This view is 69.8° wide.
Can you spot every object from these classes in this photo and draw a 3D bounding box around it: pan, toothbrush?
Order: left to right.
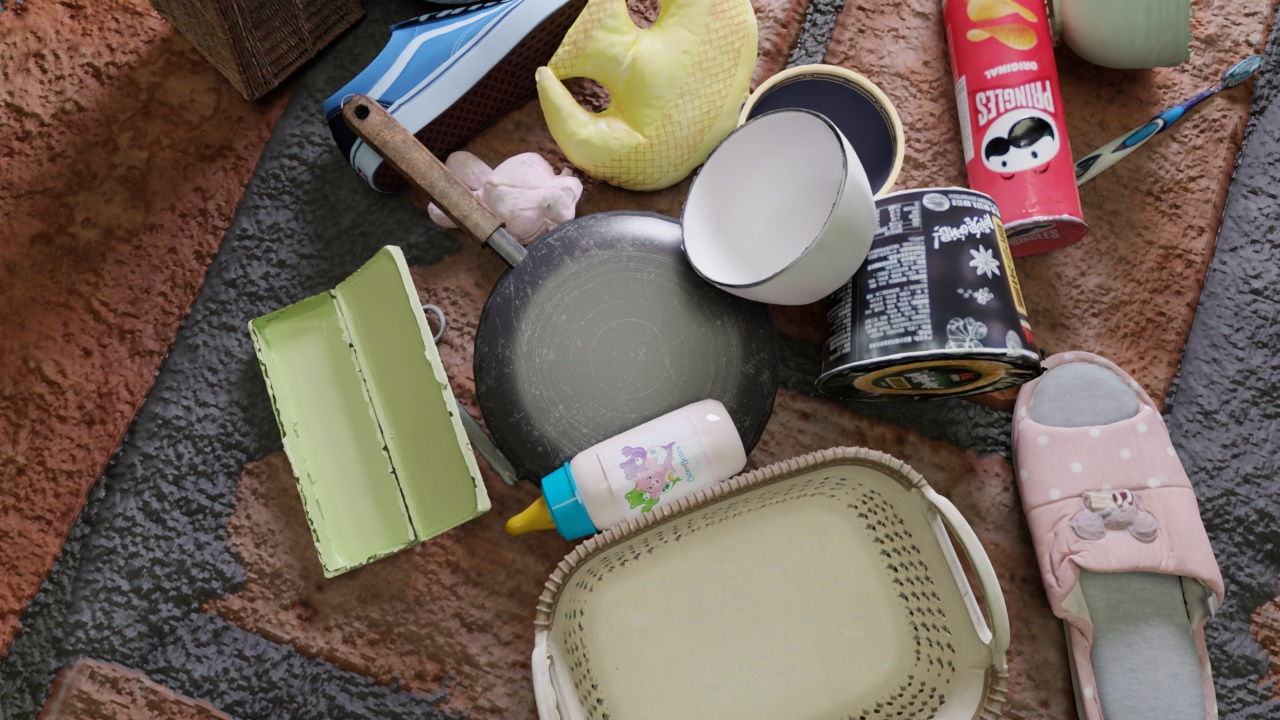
[{"bbox_3d":[-0.065,-0.053,0.591,0.357,0.040,0.207,42,86,0],"label":"pan"},{"bbox_3d":[0.378,-0.174,0.668,0.189,0.017,0.016,-32,80,-7],"label":"toothbrush"}]

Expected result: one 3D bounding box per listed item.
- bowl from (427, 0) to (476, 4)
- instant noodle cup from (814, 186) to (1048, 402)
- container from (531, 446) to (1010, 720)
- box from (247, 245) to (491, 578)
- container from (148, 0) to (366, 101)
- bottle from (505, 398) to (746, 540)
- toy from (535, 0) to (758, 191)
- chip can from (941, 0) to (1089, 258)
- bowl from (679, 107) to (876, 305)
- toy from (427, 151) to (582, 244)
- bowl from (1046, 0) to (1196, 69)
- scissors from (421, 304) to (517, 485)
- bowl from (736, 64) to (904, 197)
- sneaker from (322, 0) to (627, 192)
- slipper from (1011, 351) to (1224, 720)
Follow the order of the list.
[{"bbox_3d":[-0.139,-0.328,0.676,0.153,0.073,0.153,0,78,0],"label":"bowl"},{"bbox_3d":[0.177,-0.040,0.580,0.137,0.137,0.112,-1,78,0],"label":"instant noodle cup"},{"bbox_3d":[0.068,0.164,0.536,0.246,0.143,0.184,-19,79,-3],"label":"container"},{"bbox_3d":[-0.178,0.035,0.608,0.141,0.044,0.187,-27,79,21],"label":"box"},{"bbox_3d":[-0.273,-0.292,0.606,0.114,0.199,0.112,43,70,10],"label":"container"},{"bbox_3d":[-0.011,0.071,0.540,0.146,0.051,0.051,-23,79,-3],"label":"bottle"},{"bbox_3d":[0.018,-0.196,0.638,0.155,0.064,0.170,30,99,-19],"label":"toy"},{"bbox_3d":[0.257,-0.193,0.647,0.073,0.073,0.232,-3,77,0],"label":"chip can"},{"bbox_3d":[0.088,-0.085,0.550,0.117,0.065,0.116,-20,58,36],"label":"bowl"},{"bbox_3d":[-0.093,-0.115,0.646,0.110,0.047,0.063,12,75,13],"label":"toy"},{"bbox_3d":[0.323,-0.269,0.635,0.077,0.150,0.150,-10,77,23],"label":"bowl"},{"bbox_3d":[-0.146,0.026,0.632,0.095,0.014,0.170,-19,77,-2],"label":"scissors"},{"bbox_3d":[0.120,-0.140,0.640,0.112,0.061,0.112,0,78,0],"label":"bowl"},{"bbox_3d":[-0.122,-0.229,0.652,0.241,0.083,0.098,-37,80,-4],"label":"sneaker"},{"bbox_3d":[0.309,0.125,0.587,0.114,0.054,0.274,-8,79,-2],"label":"slipper"}]
